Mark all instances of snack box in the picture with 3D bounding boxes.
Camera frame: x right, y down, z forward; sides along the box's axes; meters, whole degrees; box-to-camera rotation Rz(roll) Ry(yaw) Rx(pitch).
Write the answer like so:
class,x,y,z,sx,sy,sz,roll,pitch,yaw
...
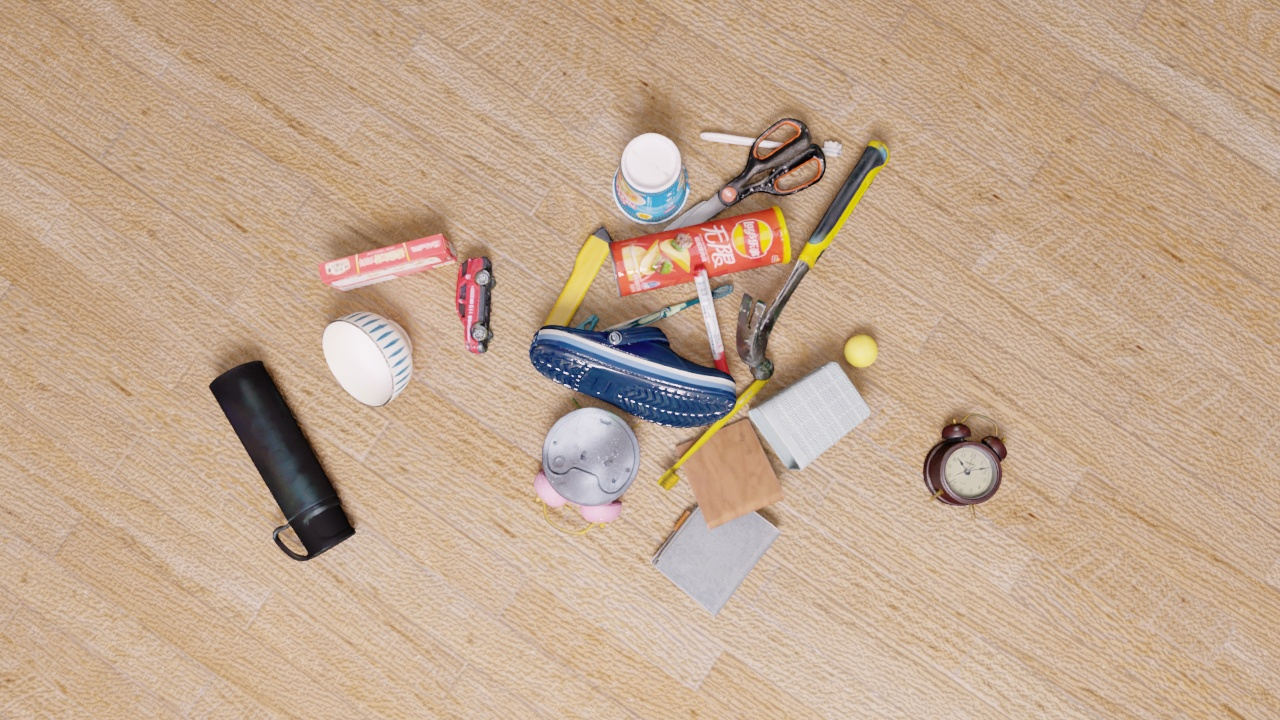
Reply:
class,x,y,z,sx,sy,sz,roll,pitch,yaw
snack box,-0.306,-0.119,1.121,0.153,0.075,0.025,-14,86,0

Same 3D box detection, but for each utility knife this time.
class,x,y,z,sx,sy,sz,roll,pitch,yaw
utility knife,-0.084,-0.088,1.147,0.033,0.015,0.176,29,88,8

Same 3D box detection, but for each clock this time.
class,x,y,z,sx,sy,sz,roll,pitch,yaw
clock,-0.066,0.134,1.110,0.117,0.060,0.158,21,85,1
clock,0.393,0.123,1.107,0.082,0.055,0.122,22,85,2

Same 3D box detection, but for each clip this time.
class,x,y,z,sx,sy,sz,roll,pitch,yaw
clip,-0.072,-0.035,1.144,0.034,0.013,0.055,44,90,3

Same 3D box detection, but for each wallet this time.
class,x,y,z,sx,sy,sz,roll,pitch,yaw
wallet,0.088,0.225,1.110,0.106,0.037,0.129,38,78,15
wallet,0.107,0.135,1.109,0.101,0.020,0.115,-22,63,-2

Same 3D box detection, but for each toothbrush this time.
class,x,y,z,sx,sy,sz,roll,pitch,yaw
toothbrush,0.027,-0.059,1.142,0.191,0.018,0.016,-21,86,-1
toothbrush,0.165,-0.276,1.158,0.180,0.016,0.016,6,78,1
toothbrush,0.091,0.087,1.116,0.016,0.016,0.190,40,77,25

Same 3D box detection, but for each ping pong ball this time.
class,x,y,z,sx,sy,sz,roll,pitch,yaw
ping pong ball,0.270,-0.012,1.125,0.040,0.040,0.040,0,86,0

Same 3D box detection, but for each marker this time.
class,x,y,z,sx,sy,sz,roll,pitch,yaw
marker,0.086,-0.045,1.111,0.017,0.017,0.145,-15,112,-1

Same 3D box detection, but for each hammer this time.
class,x,y,z,sx,sy,sz,roll,pitch,yaw
hammer,0.210,-0.133,1.106,0.032,0.126,0.323,27,77,30

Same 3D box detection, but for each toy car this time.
class,x,y,z,sx,sy,sz,roll,pitch,yaw
toy car,-0.204,-0.068,1.130,0.045,0.053,0.120,-1,83,2

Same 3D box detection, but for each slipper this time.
class,x,y,z,sx,sy,sz,roll,pitch,yaw
slipper,-0.007,0.006,1.104,0.253,0.105,0.095,16,64,-2

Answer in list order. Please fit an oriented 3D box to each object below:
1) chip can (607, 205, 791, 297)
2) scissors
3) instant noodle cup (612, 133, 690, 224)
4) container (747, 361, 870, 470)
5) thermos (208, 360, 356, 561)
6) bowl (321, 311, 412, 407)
class,x,y,z,sx,sy,sz,roll,pitch,yaw
chip can,0.071,-0.133,1.120,0.216,0.073,0.073,-11,86,0
scissors,0.130,-0.202,1.146,0.139,0.021,0.235,37,96,-4
instant noodle cup,0.013,-0.225,1.108,0.099,0.110,0.099,0,85,1
container,0.203,0.063,1.098,0.111,0.090,0.090,-35,86,-5
thermos,-0.441,0.125,1.108,0.090,0.068,0.242,-30,86,-6
bowl,-0.319,-0.009,1.108,0.116,0.117,0.066,46,44,3
